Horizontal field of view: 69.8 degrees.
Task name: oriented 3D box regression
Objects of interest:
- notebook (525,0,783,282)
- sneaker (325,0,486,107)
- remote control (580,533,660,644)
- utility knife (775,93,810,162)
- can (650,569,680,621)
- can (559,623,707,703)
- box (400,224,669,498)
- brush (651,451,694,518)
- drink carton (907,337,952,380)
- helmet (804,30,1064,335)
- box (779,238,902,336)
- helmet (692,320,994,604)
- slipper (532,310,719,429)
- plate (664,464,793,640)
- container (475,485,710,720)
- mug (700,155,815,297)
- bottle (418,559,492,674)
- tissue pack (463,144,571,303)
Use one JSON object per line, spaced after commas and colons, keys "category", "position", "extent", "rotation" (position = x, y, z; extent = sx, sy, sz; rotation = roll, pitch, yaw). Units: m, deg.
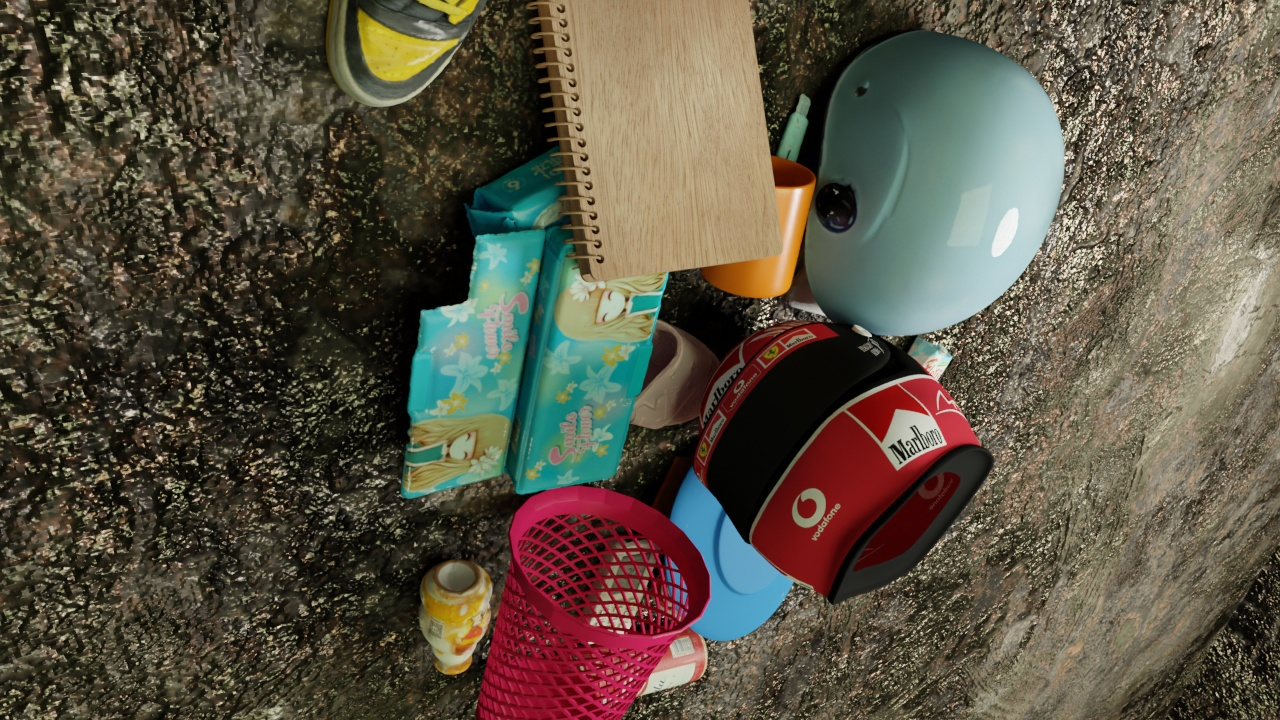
{"category": "notebook", "position": [0.012, -0.166, 0.620], "extent": [0.168, 0.022, 0.210], "rotation": [-11, 95, -30]}
{"category": "sneaker", "position": [-0.090, -0.236, 0.497], "extent": [0.086, 0.122, 0.239], "rotation": [13, 111, -40]}
{"category": "remote control", "position": [-0.024, 0.239, 0.959], "extent": [0.060, 0.025, 0.139], "rotation": [0, 121, -36]}
{"category": "utility knife", "position": [0.121, -0.167, 0.780], "extent": [0.022, 0.015, 0.120], "rotation": [13, 115, -7]}
{"category": "can", "position": [0.063, 0.229, 0.989], "extent": [0.064, 0.064, 0.105], "rotation": [30, 100, -45]}
{"category": "can", "position": [-0.006, 0.336, 1.014], "extent": [0.169, 0.067, 0.067], "rotation": [0, 120, -36]}
{"category": "box", "position": [-0.080, 0.008, 0.669], "extent": [0.181, 0.039, 0.227], "rotation": [-7, 129, -30]}
{"category": "brush", "position": [0.049, 0.118, 0.931], "extent": [0.048, 0.017, 0.127], "rotation": [7, 116, -39]}
{"category": "drink carton", "position": [0.300, 0.034, 1.040], "extent": [0.044, 0.038, 0.129], "rotation": [16, 110, -42]}
{"category": "helmet", "position": [0.252, -0.136, 0.778], "extent": [0.225, 0.167, 0.266], "rotation": [0, 112, -37]}
{"category": "box", "position": [0.218, -0.066, 0.904], "extent": [0.209, 0.044, 0.066], "rotation": [10, 116, -41]}
{"category": "helmet", "position": [0.155, 0.070, 0.780], "extent": [0.270, 0.224, 0.198], "rotation": [3, 123, -53]}
{"category": "slipper", "position": [-0.005, 0.005, 0.777], "extent": [0.094, 0.064, 0.239], "rotation": [-52, 134, 7]}
{"category": "plate", "position": [0.113, 0.180, 0.948], "extent": [0.223, 0.024, 0.224], "rotation": [-5, 98, -42]}
{"category": "container", "position": [-0.062, 0.262, 0.844], "extent": [0.182, 0.183, 0.226], "rotation": [0, 124, -37]}
{"category": "mug", "position": [0.078, -0.113, 0.753], "extent": [0.112, 0.077, 0.096], "rotation": [5, 121, -7]}
{"category": "bottle", "position": [-0.167, 0.232, 0.823], "extent": [0.063, 0.063, 0.109], "rotation": [-11, 126, -30]}
{"category": "tissue pack", "position": [-0.049, -0.103, 0.666], "extent": [0.144, 0.061, 0.093], "rotation": [-31, 135, -13]}
